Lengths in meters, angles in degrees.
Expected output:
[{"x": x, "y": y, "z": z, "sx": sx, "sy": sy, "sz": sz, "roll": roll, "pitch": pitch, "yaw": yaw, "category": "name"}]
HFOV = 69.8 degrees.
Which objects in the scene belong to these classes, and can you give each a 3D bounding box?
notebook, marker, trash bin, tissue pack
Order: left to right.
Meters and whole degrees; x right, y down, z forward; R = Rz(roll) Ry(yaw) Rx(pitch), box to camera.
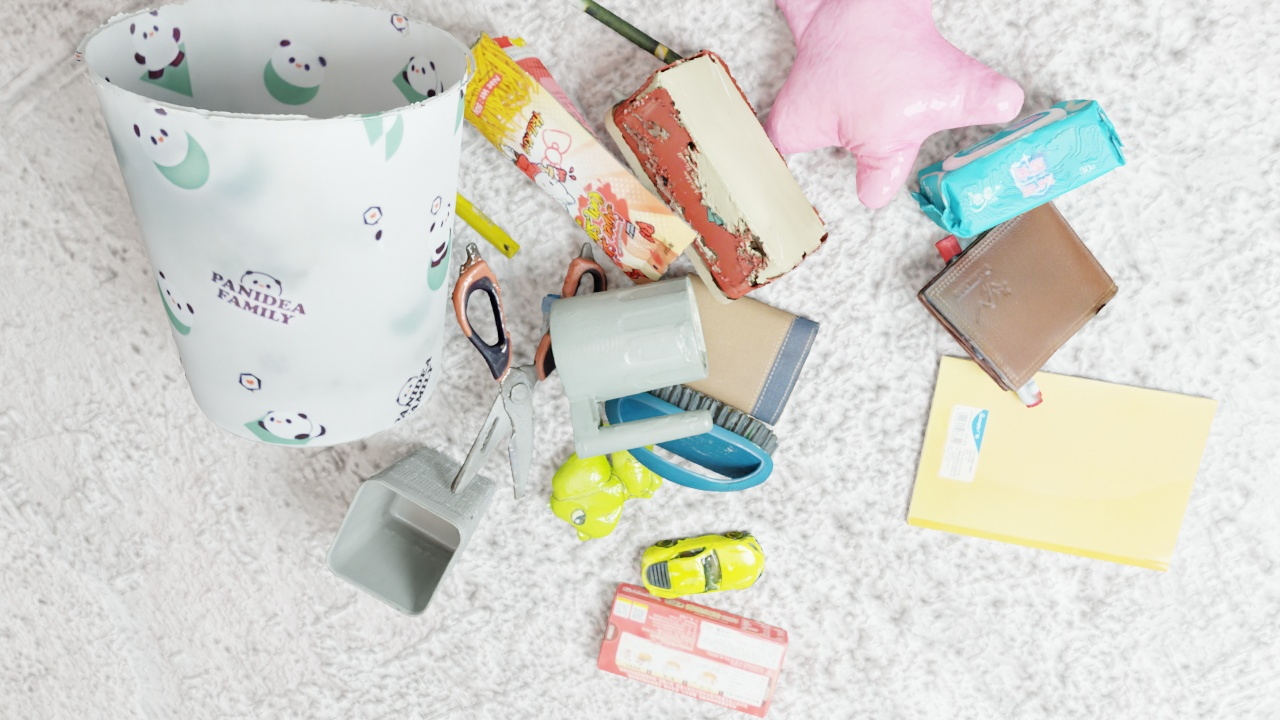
[{"x": -0.233, "y": -0.093, "z": 0.638, "sx": 0.229, "sy": 0.228, "sz": 0.252, "roll": 12, "pitch": 126, "yaw": 5, "category": "trash bin"}, {"x": 0.266, "y": -0.029, "z": 0.698, "sx": 0.017, "sy": 0.017, "sz": 0.145, "roll": -29, "pitch": 91, "yaw": 13, "category": "marker"}, {"x": 0.259, "y": -0.134, "z": 0.645, "sx": 0.134, "sy": 0.093, "sz": 0.050, "roll": -26, "pitch": 101, "yaw": 12, "category": "tissue pack"}, {"x": 0.327, "y": 0.081, "z": 0.723, "sx": 0.206, "sy": 0.010, "sz": 0.146, "roll": 9, "pitch": 103, "yaw": 6, "category": "notebook"}]

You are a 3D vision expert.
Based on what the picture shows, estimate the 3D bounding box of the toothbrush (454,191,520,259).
[{"x": -0.174, "y": -0.149, "z": 0.743, "sx": 0.190, "sy": 0.016, "sz": 0.016, "roll": 41, "pitch": 104, "yaw": -2, "category": "toothbrush"}]

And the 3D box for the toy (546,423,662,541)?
[{"x": -0.032, "y": 0.101, "z": 0.768, "sx": 0.100, "sy": 0.031, "sz": 0.097, "roll": -13, "pitch": 100, "yaw": 6, "category": "toy"}]

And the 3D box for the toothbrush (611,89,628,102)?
[{"x": 0.035, "y": -0.132, "z": 0.718, "sx": 0.018, "sy": 0.016, "sz": 0.191, "roll": -36, "pitch": 95, "yaw": 24, "category": "toothbrush"}]

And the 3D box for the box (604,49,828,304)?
[{"x": 0.061, "y": -0.135, "z": 0.662, "sx": 0.078, "sy": 0.091, "sz": 0.168, "roll": -28, "pitch": 98, "yaw": 47, "category": "box"}]

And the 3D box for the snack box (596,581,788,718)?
[{"x": 0.044, "y": 0.249, "z": 0.791, "sx": 0.153, "sy": 0.025, "sz": 0.075, "roll": 15, "pitch": 104, "yaw": 5, "category": "snack box"}]

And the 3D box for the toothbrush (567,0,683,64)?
[{"x": -0.045, "y": -0.270, "z": 0.702, "sx": 0.186, "sy": 0.012, "sz": 0.017, "roll": 32, "pitch": 110, "yaw": 0, "category": "toothbrush"}]

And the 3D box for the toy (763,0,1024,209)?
[{"x": 0.152, "y": -0.209, "z": 0.655, "sx": 0.179, "sy": 0.074, "sz": 0.194, "roll": -31, "pitch": 83, "yaw": 28, "category": "toy"}]

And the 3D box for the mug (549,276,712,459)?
[{"x": -0.004, "y": 0.004, "z": 0.681, "sx": 0.103, "sy": 0.083, "sz": 0.123, "roll": -12, "pitch": 73, "yaw": 9, "category": "mug"}]

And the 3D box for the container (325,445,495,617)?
[{"x": -0.181, "y": 0.133, "z": 0.753, "sx": 0.090, "sy": 0.114, "sz": 0.090, "roll": 30, "pitch": 104, "yaw": 1, "category": "container"}]

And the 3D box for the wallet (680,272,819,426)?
[{"x": 0.074, "y": -0.009, "z": 0.730, "sx": 0.115, "sy": 0.033, "sz": 0.090, "roll": 22, "pitch": 101, "yaw": 4, "category": "wallet"}]

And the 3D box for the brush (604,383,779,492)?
[{"x": 0.036, "y": 0.062, "z": 0.725, "sx": 0.144, "sy": 0.073, "sz": 0.055, "roll": 26, "pitch": 145, "yaw": 3, "category": "brush"}]

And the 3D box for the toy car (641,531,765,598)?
[{"x": 0.052, "y": 0.174, "z": 0.771, "sx": 0.105, "sy": 0.032, "sz": 0.048, "roll": -9, "pitch": 100, "yaw": 8, "category": "toy car"}]

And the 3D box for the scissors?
[{"x": -0.095, "y": 0.003, "z": 0.725, "sx": 0.188, "sy": 0.015, "sz": 0.226, "roll": -32, "pitch": 122, "yaw": -20, "category": "scissors"}]

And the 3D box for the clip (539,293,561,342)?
[{"x": -0.073, "y": -0.025, "z": 0.753, "sx": 0.025, "sy": 0.036, "sz": 0.058, "roll": 13, "pitch": 104, "yaw": -1, "category": "clip"}]

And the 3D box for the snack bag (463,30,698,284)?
[{"x": -0.048, "y": -0.142, "z": 0.679, "sx": 0.073, "sy": 0.129, "sz": 0.208, "roll": -42, "pitch": 90, "yaw": -16, "category": "snack bag"}]

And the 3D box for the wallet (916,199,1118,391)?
[{"x": 0.279, "y": -0.052, "z": 0.676, "sx": 0.124, "sy": 0.032, "sz": 0.101, "roll": -42, "pitch": 90, "yaw": -6, "category": "wallet"}]
